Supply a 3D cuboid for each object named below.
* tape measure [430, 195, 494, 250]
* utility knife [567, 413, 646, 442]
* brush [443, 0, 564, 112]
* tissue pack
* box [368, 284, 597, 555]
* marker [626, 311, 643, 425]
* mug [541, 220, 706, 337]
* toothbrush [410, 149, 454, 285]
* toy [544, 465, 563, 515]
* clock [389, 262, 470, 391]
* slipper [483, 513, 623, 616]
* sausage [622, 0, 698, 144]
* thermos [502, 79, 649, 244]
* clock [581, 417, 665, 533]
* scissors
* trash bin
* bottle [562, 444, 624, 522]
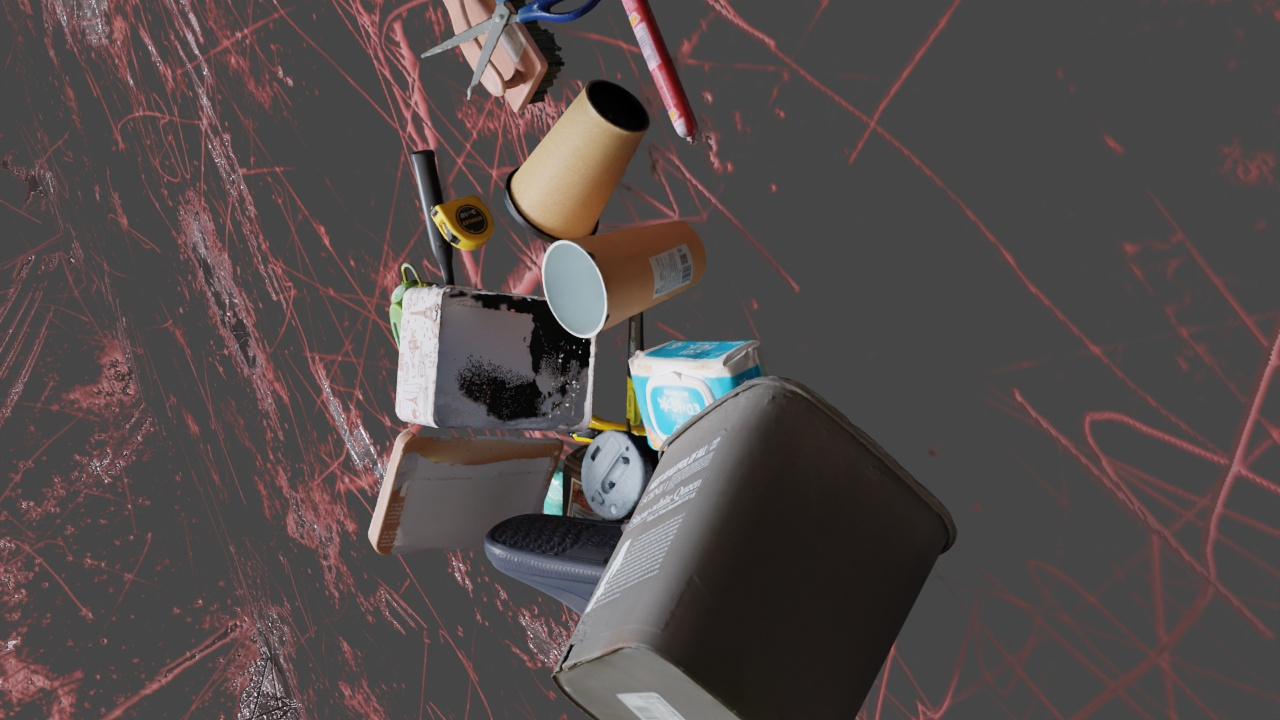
[{"bbox_3d":[-0.185,-0.144,0.969,0.057,0.059,0.029,57,139,4],"label":"tape measure"},{"bbox_3d":[-0.029,0.073,0.925,0.155,0.015,0.033,4,113,48],"label":"utility knife"},{"bbox_3d":[-0.132,-0.298,0.821,0.145,0.072,0.063,60,142,12],"label":"brush"},{"bbox_3d":[0.051,0.033,0.773,0.140,0.063,0.090,1,109,49],"label":"tissue pack"},{"bbox_3d":[-0.148,0.062,0.880,0.107,0.177,0.272,23,104,49],"label":"box"},{"bbox_3d":[-0.005,0.005,0.865,0.018,0.015,0.124,22,122,39],"label":"marker"},{"bbox_3d":[-0.008,-0.073,0.744,0.078,0.122,0.078,26,127,41],"label":"mug"},{"bbox_3d":[-0.227,-0.133,1.050,0.027,0.026,0.213,35,137,59],"label":"toothbrush"},{"bbox_3d":[-0.086,0.158,1.025,0.096,0.030,0.092,26,131,31],"label":"toy"},{"bbox_3d":[-0.252,-0.038,1.083,0.116,0.056,0.161,13,123,59],"label":"clock"},{"bbox_3d":[-0.021,0.205,0.857,0.268,0.110,0.083,6,107,23],"label":"slipper"},{"bbox_3d":[0.012,-0.241,0.722,0.020,0.020,0.156,-22,91,52],"label":"sausage"},{"bbox_3d":[-0.054,-0.166,0.788,0.093,0.092,0.144,55,131,15],"label":"thermos"},{"bbox_3d":[-0.003,0.114,0.840,0.082,0.055,0.122,-56,51,23],"label":"clock"},{"bbox_3d":[-0.107,-0.295,0.771,0.162,0.012,0.175,1,71,20],"label":"scissors"},{"bbox_3d":[0.071,0.166,0.645,0.198,0.219,0.200,41,142,-5],"label":"trash bin"},{"bbox_3d":[-0.046,0.185,0.972,0.080,0.043,0.195,19,123,28],"label":"bottle"}]
